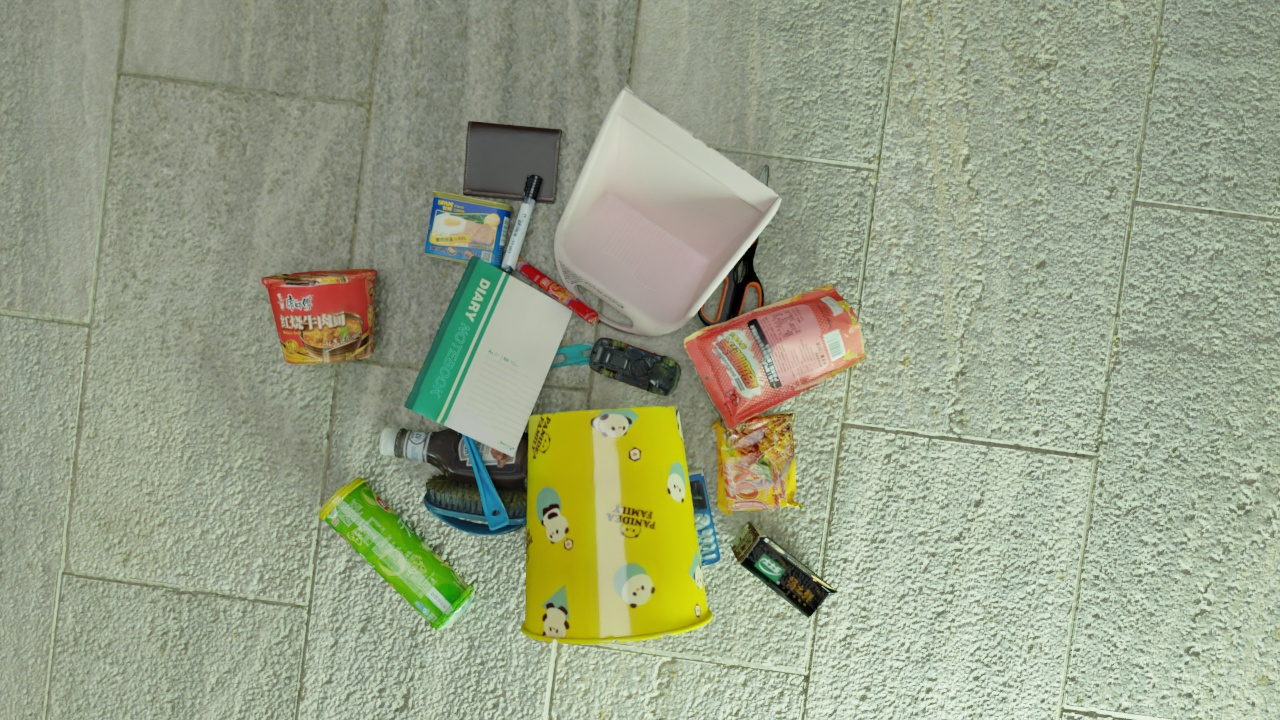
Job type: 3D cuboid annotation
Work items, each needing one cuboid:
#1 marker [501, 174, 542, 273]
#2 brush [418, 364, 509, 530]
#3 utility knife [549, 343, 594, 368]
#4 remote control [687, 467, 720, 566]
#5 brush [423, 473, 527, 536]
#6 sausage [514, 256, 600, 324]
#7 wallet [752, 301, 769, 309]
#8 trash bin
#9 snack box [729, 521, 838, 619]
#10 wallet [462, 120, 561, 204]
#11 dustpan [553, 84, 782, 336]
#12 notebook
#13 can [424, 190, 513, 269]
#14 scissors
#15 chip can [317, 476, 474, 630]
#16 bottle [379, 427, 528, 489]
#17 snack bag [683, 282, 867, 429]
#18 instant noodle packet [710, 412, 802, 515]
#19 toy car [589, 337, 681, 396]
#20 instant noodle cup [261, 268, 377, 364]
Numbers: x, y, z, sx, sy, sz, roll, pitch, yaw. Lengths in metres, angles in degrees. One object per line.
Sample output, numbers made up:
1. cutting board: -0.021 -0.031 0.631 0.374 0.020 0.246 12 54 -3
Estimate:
1. marker: -0.153 -0.175 1.176 0.023 0.018 0.130 18 89 21
2. brush: -0.214 0.093 1.145 0.083 0.046 0.254 -20 68 -9
3. utility knife: -0.132 0.002 1.197 0.171 0.013 0.029 -11 92 1
4. remote control: 0.069 0.205 1.193 0.049 0.024 0.125 -11 92 1
5. brush: -0.209 0.191 1.185 0.144 0.055 0.074 8 115 1
6. sausage: -0.113 -0.092 1.179 0.156 0.020 0.020 36 92 12
7. wallet: 0.151 -0.004 1.190 0.101 0.020 0.115 -28 88 3
8. trash bin: -0.037 0.187 1.103 0.229 0.229 0.255 -4 86 1
9. snack box: 0.175 0.258 1.141 0.113 0.125 0.053 38 91 0
10. wallet: -0.167 -0.257 1.190 0.122 0.020 0.096 5 97 0
11. dustpan: 0.009 -0.147 1.099 0.222 0.274 0.138 34 66 3
12. notebook: -0.183 -0.006 1.135 0.150 0.012 0.208 28 70 -23
13. can: -0.221 -0.166 1.174 0.102 0.057 0.083 11 94 1
14. scissors: 0.149 -0.139 1.184 0.125 0.022 0.234 34 85 -1
15. chip can: -0.310 0.249 1.178 0.221 0.072 0.072 45 92 0
16. bottle: -0.234 0.116 1.176 0.195 0.044 0.079 8 54 1
17. snack bag: 0.171 -0.011 1.143 0.207 0.073 0.128 -24 86 -7
18. instant noodle packet: 0.149 0.135 1.181 0.111 0.044 0.128 -4 92 5
19. toy car: -0.007 0.007 1.179 0.120 0.045 0.053 21 92 -7
20. instant noodle cup: -0.394 -0.056 1.149 0.138 0.137 0.108 -3 100 1
